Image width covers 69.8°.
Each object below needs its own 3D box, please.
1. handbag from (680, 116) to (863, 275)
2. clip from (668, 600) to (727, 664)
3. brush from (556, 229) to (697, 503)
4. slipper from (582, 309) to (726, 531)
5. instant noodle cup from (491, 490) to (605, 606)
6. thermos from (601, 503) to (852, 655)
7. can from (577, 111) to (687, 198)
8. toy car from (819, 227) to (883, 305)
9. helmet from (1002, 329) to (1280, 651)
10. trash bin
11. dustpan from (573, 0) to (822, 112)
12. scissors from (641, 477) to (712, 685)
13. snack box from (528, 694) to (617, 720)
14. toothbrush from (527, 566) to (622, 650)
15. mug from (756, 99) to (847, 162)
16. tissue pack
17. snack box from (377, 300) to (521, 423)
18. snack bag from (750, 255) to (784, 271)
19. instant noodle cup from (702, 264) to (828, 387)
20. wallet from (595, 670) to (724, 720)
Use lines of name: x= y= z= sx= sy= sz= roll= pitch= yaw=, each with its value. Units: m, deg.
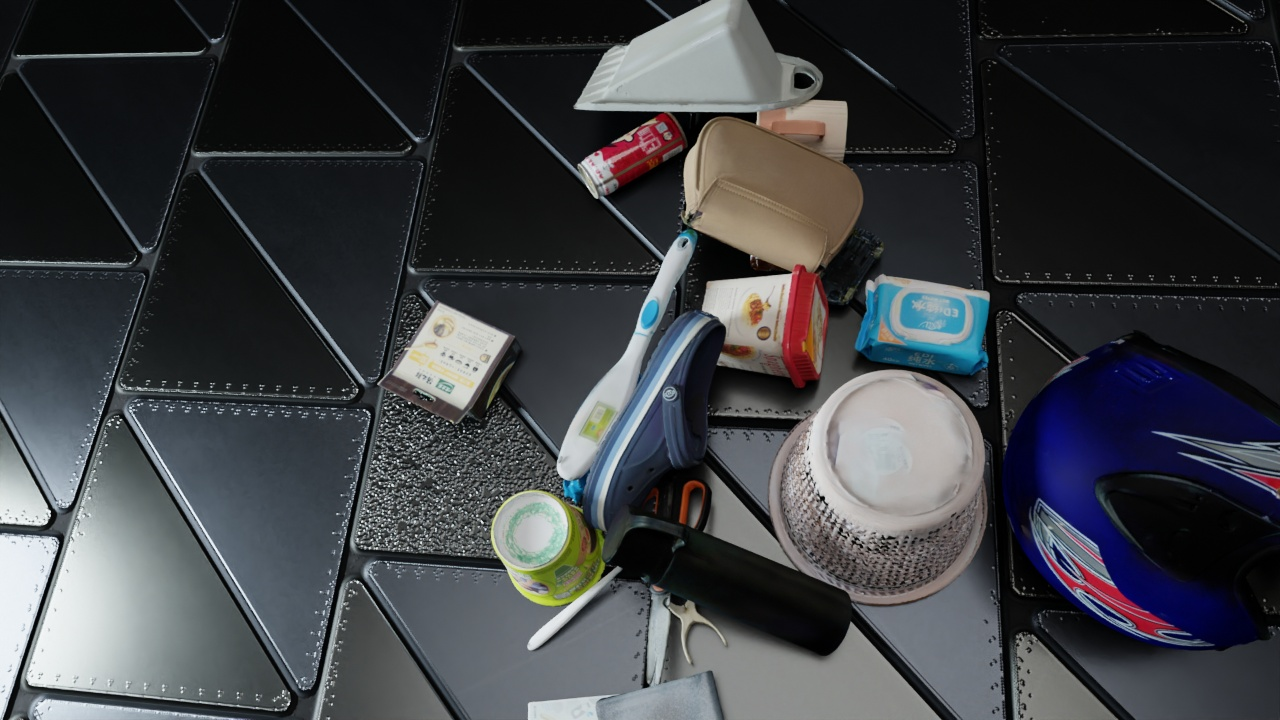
handbag: x=0.143 y=-0.182 z=1.048 sx=0.204 sy=0.100 sz=0.147 roll=23 pitch=66 yaw=-5
clip: x=0.046 y=0.258 z=0.945 sx=0.074 sy=0.035 sz=0.100 roll=-29 pitch=69 yaw=-5
brush: x=-0.006 y=0.006 z=1.016 sx=0.060 sy=0.109 sz=0.313 roll=22 pitch=70 yaw=23
slipper: x=0.032 y=0.072 z=0.955 sx=0.095 sy=0.105 sz=0.252 roll=26 pitch=89 yaw=26
instant noodle cup: x=-0.099 y=0.188 z=0.945 sx=0.112 sy=0.123 sz=0.111 roll=-3 pitch=67 yaw=6
thermos: x=0.087 y=0.207 z=0.873 sx=0.242 sy=0.090 sz=0.068 roll=25 pitch=62 yaw=-13
can: x=-0.010 y=-0.258 z=1.153 sx=0.132 sy=0.053 sz=0.053 roll=-32 pitch=67 yaw=-5
toy car: x=0.241 y=-0.107 z=1.068 sx=0.049 sy=0.031 sz=0.105 roll=32 pitch=74 yaw=19
helmet: x=0.483 y=0.138 z=0.822 sx=0.315 sy=0.247 sz=0.241 roll=36 pitch=104 yaw=16
trash bin: x=0.238 y=0.110 z=0.893 sx=0.227 sy=0.192 sz=0.227 roll=-3 pitch=67 yaw=7
dustpan: x=0.081 y=-0.350 z=1.144 sx=0.258 sy=0.142 sz=0.222 roll=-22 pitch=29 yaw=24
scissors: x=0.014 y=0.220 z=0.935 sx=0.139 sy=0.022 sz=0.234 roll=4 pitch=54 yaw=39
snack box: x=-0.032 y=0.377 z=0.911 sx=0.157 sy=0.027 sz=0.084 roll=-7 pitch=67 yaw=6
toothbrush: x=-0.054 y=0.240 z=0.951 sx=0.180 sy=0.016 sz=0.016 roll=-43 pitch=35 yaw=7
mug: x=0.192 y=-0.274 z=1.101 sx=0.106 sy=0.114 sz=0.082 roll=3 pitch=97 yaw=7
tissue pack: x=0.313 y=-0.040 z=1.012 sx=0.140 sy=0.063 sz=0.089 roll=10 pitch=70 yaw=12
snack box: x=-0.221 y=0.007 z=1.075 sx=0.113 sy=0.053 sz=0.125 roll=24 pitch=74 yaw=16
snack bag: x=0.143 y=-0.153 z=1.102 sx=0.045 sy=0.026 sz=0.105 roll=-2 pitch=64 yaw=-21
instant noodle cup: x=0.136 y=-0.038 z=1.018 sx=0.124 sy=0.116 sz=0.116 roll=3 pitch=68 yaw=22
wallet: x=0.023 y=0.362 z=0.885 sx=0.121 sy=0.019 sz=0.097 roll=-15 pitch=65 yaw=1
